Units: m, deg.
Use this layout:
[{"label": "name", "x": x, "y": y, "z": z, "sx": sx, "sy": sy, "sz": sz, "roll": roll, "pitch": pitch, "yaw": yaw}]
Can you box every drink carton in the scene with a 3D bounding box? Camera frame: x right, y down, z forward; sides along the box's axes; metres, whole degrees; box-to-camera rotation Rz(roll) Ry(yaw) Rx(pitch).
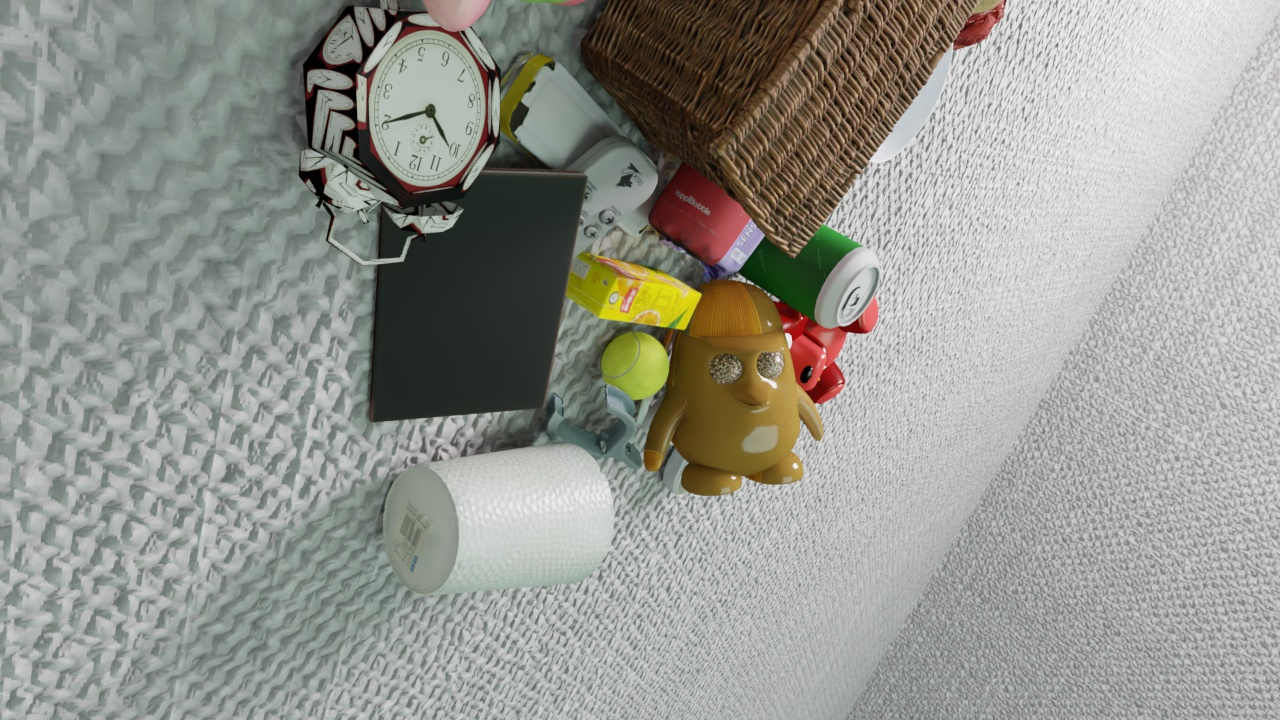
[{"label": "drink carton", "x": -0.008, "y": -0.062, "z": 0.815, "sx": 0.134, "sy": 0.058, "sz": 0.043, "roll": 4, "pitch": 115, "yaw": -54}]

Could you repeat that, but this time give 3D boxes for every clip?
[{"label": "clip", "x": -0.019, "y": 0.069, "z": 0.895, "sx": 0.127, "sy": 0.028, "sz": 0.167, "roll": -9, "pitch": 151, "yaw": 8}]

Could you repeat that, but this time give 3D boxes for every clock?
[{"label": "clock", "x": -0.149, "y": -0.132, "z": 0.543, "sx": 0.114, "sy": 0.065, "sz": 0.154, "roll": 12, "pitch": 96, "yaw": -57}]

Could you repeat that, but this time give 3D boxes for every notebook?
[{"label": "notebook", "x": -0.123, "y": -0.044, "z": 0.677, "sx": 0.141, "sy": 0.008, "sz": 0.210, "roll": -4, "pitch": 127, "yaw": -25}]

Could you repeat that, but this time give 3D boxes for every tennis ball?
[{"label": "tennis ball", "x": -0.005, "y": 0.005, "z": 0.879, "sx": 0.065, "sy": 0.065, "sz": 0.065, "roll": -34, "pitch": 144, "yaw": -29}]

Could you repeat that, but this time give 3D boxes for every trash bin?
[{"label": "trash bin", "x": -0.126, "y": 0.139, "z": 0.800, "sx": 0.161, "sy": 0.133, "sz": 0.133, "roll": 3, "pitch": 119, "yaw": -49}]

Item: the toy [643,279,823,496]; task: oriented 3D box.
[{"label": "toy", "x": 0.096, "y": 0.020, "z": 0.920, "sx": 0.198, "sy": 0.162, "sz": 0.203, "roll": -7, "pitch": 103, "yaw": -17}]

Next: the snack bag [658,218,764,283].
[{"label": "snack bag", "x": 0.100, "y": -0.174, "z": 0.849, "sx": 0.205, "sy": 0.058, "sz": 0.096, "roll": -53, "pitch": 146, "yaw": 6}]

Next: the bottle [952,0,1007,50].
[{"label": "bottle", "x": 0.310, "y": -0.357, "z": 0.914, "sx": 0.099, "sy": 0.099, "sz": 0.111, "roll": -56, "pitch": 176, "yaw": 5}]

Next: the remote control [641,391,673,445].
[{"label": "remote control", "x": 0.062, "y": 0.080, "z": 1.030, "sx": 0.143, "sy": 0.024, "sz": 0.050, "roll": 25, "pitch": 116, "yaw": -37}]

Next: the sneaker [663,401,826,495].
[{"label": "sneaker", "x": 0.135, "y": 0.090, "z": 1.130, "sx": 0.241, "sy": 0.091, "sz": 0.090, "roll": -40, "pitch": 148, "yaw": -20}]

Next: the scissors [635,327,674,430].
[{"label": "scissors", "x": 0.016, "y": 0.013, "z": 0.930, "sx": 0.096, "sy": 0.012, "sz": 0.133, "roll": -69, "pitch": 178, "yaw": -60}]

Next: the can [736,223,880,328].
[{"label": "can", "x": 0.165, "y": -0.099, "z": 0.929, "sx": 0.087, "sy": 0.140, "sz": 0.088, "roll": -34, "pitch": 144, "yaw": -29}]

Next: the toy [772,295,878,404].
[{"label": "toy", "x": 0.167, "y": -0.018, "z": 1.047, "sx": 0.196, "sy": 0.120, "sz": 0.159, "roll": -8, "pitch": 132, "yaw": -40}]

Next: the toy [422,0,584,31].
[{"label": "toy", "x": -0.083, "y": -0.270, "z": 0.475, "sx": 0.236, "sy": 0.097, "sz": 0.192, "roll": 6, "pitch": 108, "yaw": -47}]

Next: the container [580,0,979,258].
[{"label": "container", "x": 0.090, "y": -0.236, "z": 0.646, "sx": 0.250, "sy": 0.183, "sz": 0.162, "roll": -55, "pitch": 149, "yaw": 1}]

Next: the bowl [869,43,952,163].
[{"label": "bowl", "x": 0.232, "y": -0.277, "z": 0.904, "sx": 0.143, "sy": 0.074, "sz": 0.144, "roll": -34, "pitch": 144, "yaw": -29}]

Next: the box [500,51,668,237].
[{"label": "box", "x": -0.040, "y": -0.157, "z": 0.704, "sx": 0.064, "sy": 0.033, "sz": 0.209, "roll": -57, "pitch": 150, "yaw": 1}]

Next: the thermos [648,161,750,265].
[{"label": "thermos", "x": 0.100, "y": -0.194, "z": 0.757, "sx": 0.240, "sy": 0.073, "sz": 0.073, "roll": -55, "pitch": 149, "yaw": 3}]

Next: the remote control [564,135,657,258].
[{"label": "remote control", "x": -0.055, "y": -0.107, "z": 0.698, "sx": 0.151, "sy": 0.019, "sz": 0.074, "roll": -37, "pitch": 151, "yaw": 10}]
